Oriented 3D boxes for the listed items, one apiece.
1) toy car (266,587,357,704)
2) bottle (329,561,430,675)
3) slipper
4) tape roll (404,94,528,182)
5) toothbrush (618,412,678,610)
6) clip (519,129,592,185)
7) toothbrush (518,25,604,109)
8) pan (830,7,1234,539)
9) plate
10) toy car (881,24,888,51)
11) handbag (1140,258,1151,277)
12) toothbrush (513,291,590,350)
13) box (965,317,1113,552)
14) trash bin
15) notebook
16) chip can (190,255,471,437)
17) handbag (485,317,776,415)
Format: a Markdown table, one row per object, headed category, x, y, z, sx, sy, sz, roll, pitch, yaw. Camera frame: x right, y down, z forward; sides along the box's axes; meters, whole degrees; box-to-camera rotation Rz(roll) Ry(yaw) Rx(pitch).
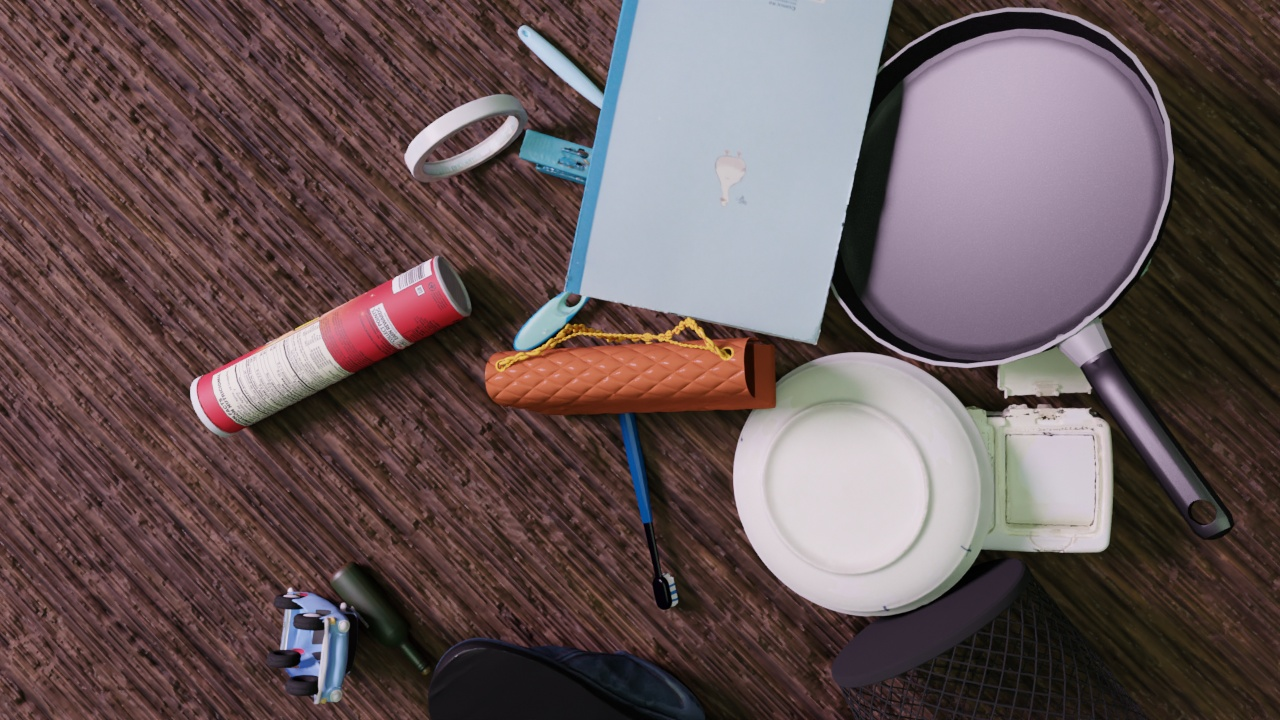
| category | x | y | z | sx | sy | sz | roll | pitch | yaw |
| --- | --- | --- | --- | --- | --- | --- | --- | --- | --- |
| toy car | -0.233 | 0.203 | 0.665 | 0.054 | 0.154 | 0.056 | 8 | 82 | -29 |
| bottle | -0.199 | 0.201 | 0.710 | 0.025 | 0.025 | 0.106 | -43 | 86 | 6 |
| slipper | -0.027 | 0.258 | 0.664 | 0.265 | 0.083 | 0.109 | 27 | 112 | -16 |
| tape roll | -0.124 | -0.158 | 0.658 | 0.093 | 0.093 | 0.013 | -30 | 88 | 7 |
| toothbrush | 0.003 | 0.103 | 0.685 | 0.014 | 0.014 | 0.167 | -15 | 86 | 41 |
| clip | -0.023 | -0.135 | 0.644 | 0.130 | 0.120 | 0.030 | 19 | 94 | -6 |
| toothbrush | -0.034 | -0.197 | 0.683 | 0.155 | 0.016 | 0.022 | 42 | 103 | 5 |
| pan | 0.241 | -0.053 | 0.560 | 0.226 | 0.034 | 0.356 | -42 | 60 | 32 |
| plate | 0.142 | 0.085 | 0.625 | 0.183 | 0.034 | 0.182 | -1 | 89 | 30 |
| toy car | 0.123 | -0.235 | 0.654 | 0.105 | 0.032 | 0.048 | 0 | 91 | -6 |
| handbag | 0.279 | -0.103 | 0.618 | 0.106 | 0.067 | 0.122 | -4 | 91 | 9 |
| toothbrush | -0.044 | -0.051 | 0.688 | 0.135 | 0.017 | 0.022 | -39 | 89 | 7 |
| box | 0.239 | 0.040 | 0.620 | 0.144 | 0.044 | 0.184 | -2 | 97 | 17 |
| trash bin | 0.240 | 0.254 | 0.583 | 0.184 | 0.184 | 0.210 | -33 | 81 | 7 |
| notebook | 0.060 | -0.152 | 0.619 | 0.181 | 0.009 | 0.253 | 12 | 93 | -6 |
| chip can | -0.234 | -0.010 | 0.698 | 0.215 | 0.051 | 0.052 | -26 | 88 | 7 |
| handbag | -0.004 | 0.004 | 0.621 | 0.172 | 0.108 | 0.060 | -3 | 85 | 19 |
